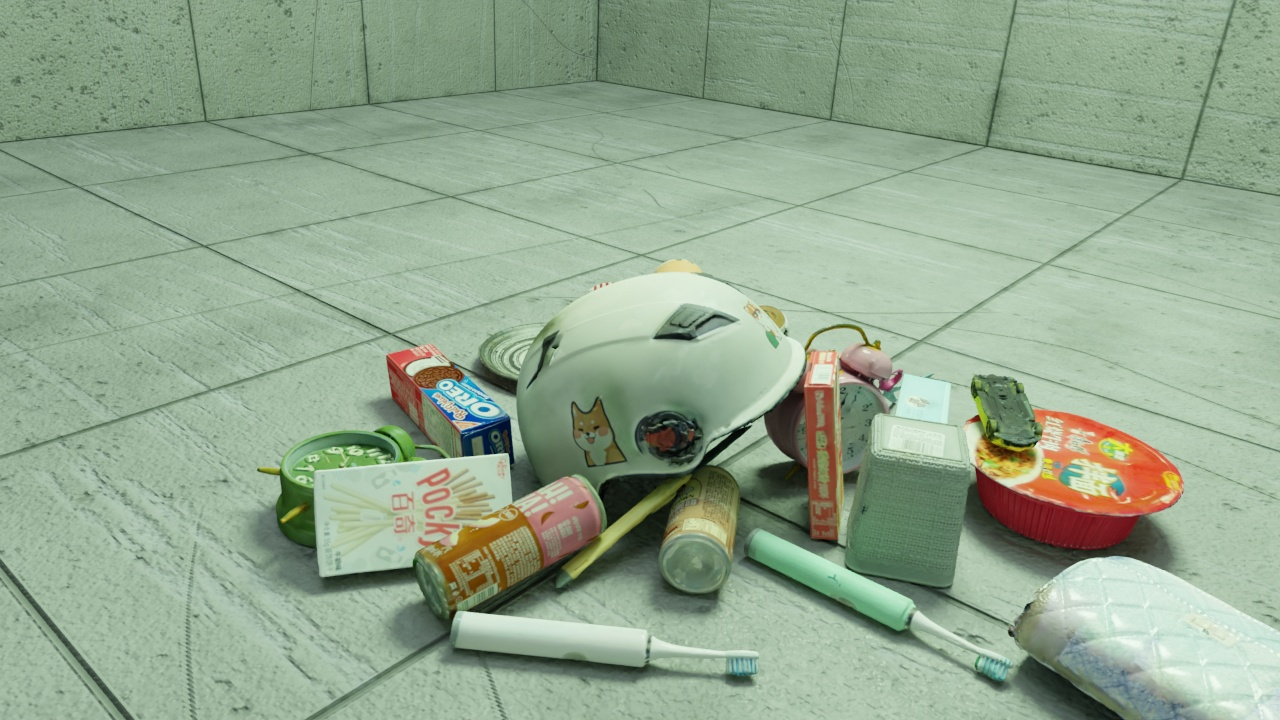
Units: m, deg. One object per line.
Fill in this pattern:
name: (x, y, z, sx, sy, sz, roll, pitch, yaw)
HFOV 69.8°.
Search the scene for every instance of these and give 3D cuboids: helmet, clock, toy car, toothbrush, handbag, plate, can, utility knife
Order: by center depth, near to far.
handbag: (0.375, 0.211, 0.629, 0.134, 0.076, 0.194, -15, 29, -34)
toothbrush: (-0.025, 0.204, 0.659, 0.221, 0.027, 0.026, 5, 66, 3)
can: (-0.101, 0.144, 0.719, 0.147, 0.058, 0.058, -24, 35, -29)
toothbrush: (0.180, 0.187, 0.720, 0.225, 0.026, 0.027, 21, 69, 34)
can: (0.052, 0.139, 0.771, 0.058, 0.059, 0.116, 7, 25, 8)
utility knife: (0.011, 0.117, 0.772, 0.220, 0.022, 0.031, -42, 19, -18)
clock: (-0.246, 0.106, 0.815, 0.161, 0.056, 0.116, -12, 29, -30)
helmet: (-0.005, 0.005, 0.839, 0.275, 0.157, 0.229, -29, 17, 23)
toy car: (0.345, 0.052, 0.874, 0.048, 0.032, 0.105, 4, 36, 1)
clock: (0.185, 0.038, 0.889, 0.117, 0.159, 0.060, -5, 22, -13)
plate: (-0.106, -0.003, 1.113, 0.179, 0.024, 0.179, 3, 25, -2)

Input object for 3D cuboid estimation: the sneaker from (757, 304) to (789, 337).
sneaker: (0.051, -0.001, 1.049, 0.241, 0.088, 0.118, -9, 39, -1)

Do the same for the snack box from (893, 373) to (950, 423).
snack box: (0.269, 0.082, 0.901, 0.052, 0.074, 0.174, 12, 26, 16)

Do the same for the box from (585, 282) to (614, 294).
box: (-0.001, -0.061, 1.162, 0.163, 0.083, 0.075, 25, 12, 31)

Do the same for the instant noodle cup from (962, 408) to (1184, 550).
instant noodle cup: (0.391, 0.114, 0.858, 0.194, 0.066, 0.193, 3, 25, -2)

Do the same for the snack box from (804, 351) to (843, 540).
snack box: (0.163, 0.075, 0.811, 0.025, 0.153, 0.075, 0, 23, 16)

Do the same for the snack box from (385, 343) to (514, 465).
snack box: (-0.199, 0.049, 0.947, 0.057, 0.058, 0.207, -16, 30, -29)

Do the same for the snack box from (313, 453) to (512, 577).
snack box: (-0.183, 0.125, 0.750, 0.156, 0.084, 0.027, -4, -10, -14)

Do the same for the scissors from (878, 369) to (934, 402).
scissors: (0.270, 0.032, 1.006, 0.133, 0.130, 0.017, -19, 66, -16)

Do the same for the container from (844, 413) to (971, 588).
container: (0.228, 0.114, 0.779, 0.090, 0.114, 0.090, 9, 24, 11)

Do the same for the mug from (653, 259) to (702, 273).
mug: (0.055, -0.078, 1.239, 0.078, 0.078, 0.122, 2, 29, -3)
